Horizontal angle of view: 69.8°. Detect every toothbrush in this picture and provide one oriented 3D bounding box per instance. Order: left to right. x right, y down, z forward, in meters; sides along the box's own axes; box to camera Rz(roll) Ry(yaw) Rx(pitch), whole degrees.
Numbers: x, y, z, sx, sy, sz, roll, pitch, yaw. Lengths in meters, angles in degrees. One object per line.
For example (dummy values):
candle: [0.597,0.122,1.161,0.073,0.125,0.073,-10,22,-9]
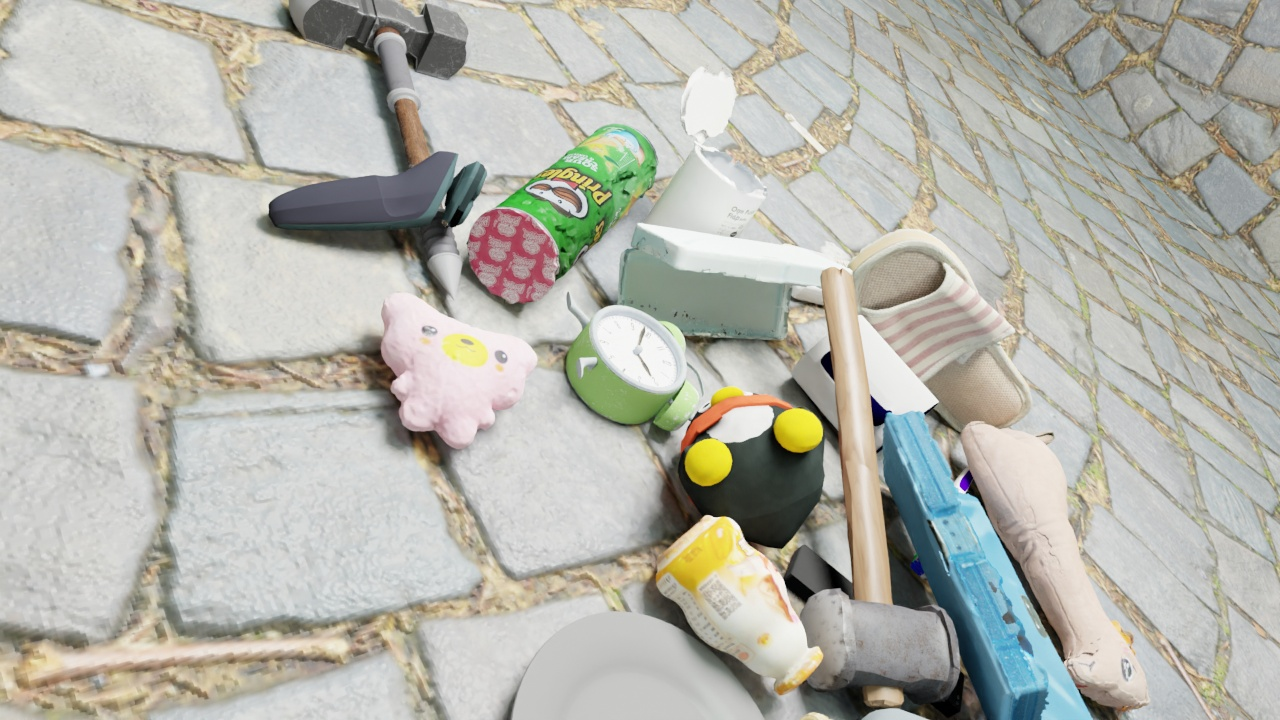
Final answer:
toothbrush: [0.260,0.132,0.779,0.016,0.015,0.186,45,37,7]

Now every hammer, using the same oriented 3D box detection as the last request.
hammer: [-0.175,-0.173,0.706,0.155,0.043,0.321,6,51,-37]
hammer: [0.155,0.074,0.652,0.098,0.052,0.327,13,59,-20]

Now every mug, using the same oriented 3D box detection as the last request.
mug: [0.182,0.023,0.759,0.097,0.079,0.111,52,15,15]

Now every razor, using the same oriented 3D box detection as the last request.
razor: [-0.173,-0.109,0.612,0.142,0.047,0.052,-10,90,-22]

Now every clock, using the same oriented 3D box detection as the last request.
clock: [-0.004,0.004,0.663,0.119,0.043,0.094,16,44,-27]

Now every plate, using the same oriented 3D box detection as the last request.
plate: [0.008,0.215,0.475,0.178,0.012,0.178,27,37,-23]

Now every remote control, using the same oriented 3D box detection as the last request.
remote control: [0.195,-0.080,0.930,0.138,0.026,0.060,9,47,-34]
remote control: [0.164,0.188,0.641,0.150,0.013,0.034,39,37,-1]

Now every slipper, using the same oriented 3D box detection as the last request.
slipper: [0.277,-0.010,0.820,0.263,0.115,0.052,45,32,-32]

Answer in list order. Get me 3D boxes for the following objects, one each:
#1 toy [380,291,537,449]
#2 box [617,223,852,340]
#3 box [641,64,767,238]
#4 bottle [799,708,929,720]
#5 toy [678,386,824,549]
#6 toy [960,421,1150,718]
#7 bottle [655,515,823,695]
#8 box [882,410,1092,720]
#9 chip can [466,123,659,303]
toy: [-0.117,0.007,0.557,0.102,0.050,0.093,23,45,-16]
box: [0.070,-0.053,0.751,0.198,0.096,0.086,4,24,-39]
box: [0.054,-0.159,0.787,0.084,0.160,0.118,3,43,-47]
bottle: [0.163,0.250,0.549,0.161,0.046,0.072,25,39,-19]
toy: [0.071,0.065,0.624,0.119,0.097,0.100,-114,-174,-64]
toy: [0.373,0.167,0.801,0.195,0.065,0.264,2,53,-39]
bottle: [0.060,0.148,0.553,0.108,0.063,0.063,48,38,10]
box: [0.243,0.165,0.672,0.173,0.066,0.231,44,23,-39]
chip can: [-0.052,-0.124,0.727,0.075,0.076,0.222,38,36,-2]
